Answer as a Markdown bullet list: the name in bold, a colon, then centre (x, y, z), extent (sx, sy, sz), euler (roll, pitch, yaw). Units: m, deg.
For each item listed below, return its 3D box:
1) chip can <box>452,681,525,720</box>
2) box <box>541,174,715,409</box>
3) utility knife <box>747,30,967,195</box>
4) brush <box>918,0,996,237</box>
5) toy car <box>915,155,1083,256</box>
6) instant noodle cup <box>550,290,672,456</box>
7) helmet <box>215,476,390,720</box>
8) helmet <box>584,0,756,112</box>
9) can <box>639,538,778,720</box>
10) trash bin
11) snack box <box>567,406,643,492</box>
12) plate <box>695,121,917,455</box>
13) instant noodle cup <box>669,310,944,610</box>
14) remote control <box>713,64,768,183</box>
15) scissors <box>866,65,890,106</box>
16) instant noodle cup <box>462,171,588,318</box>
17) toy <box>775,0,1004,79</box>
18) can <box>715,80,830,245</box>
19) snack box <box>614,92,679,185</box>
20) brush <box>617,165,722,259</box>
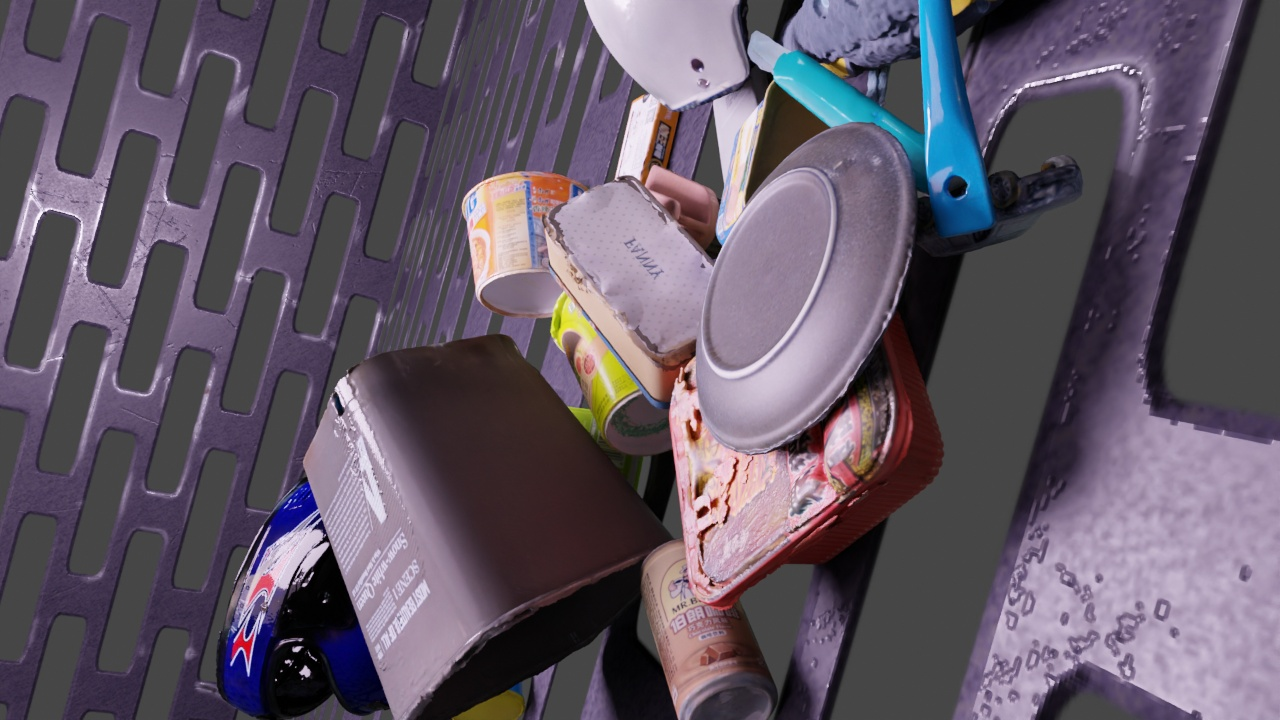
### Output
- **chip can**: centre (-0.156, 0.258, 0.936), extent (0.071, 0.071, 0.209), euler (-58, 28, 35)
- **box**: centre (0.006, -0.049, 0.651), extent (0.184, 0.089, 0.061), euler (55, 163, 30)
- **utility knife**: centre (0.120, -0.146, 0.530), extent (0.029, 0.013, 0.182), euler (-51, 57, 15)
- **brush**: centre (0.126, -0.181, 0.408), extent (0.083, 0.045, 0.254), euler (-10, 84, 36)
- **toy car**: centre (0.166, -0.071, 0.434), extent (0.091, 0.042, 0.034), euler (169, 87, -68)
- **instant noodle cup**: centre (-0.004, 0.004, 0.709), extent (0.112, 0.111, 0.123), euler (-59, 35, 34)
- **helmet**: centre (-0.322, 0.288, 1.074), extent (0.247, 0.240, 0.315), euler (48, -120, -71)
- **helmet**: centre (0.048, -0.328, 0.664), extent (0.275, 0.157, 0.229), euler (-59, 12, 25)
- **can**: centre (0.038, 0.167, 0.557), extent (0.059, 0.058, 0.116), euler (-64, 25, 24)
- **trash bin**: centre (-0.123, 0.116, 0.673), extent (0.219, 0.198, 0.200), euler (55, 131, 20)
- **snack box**: centre (-0.074, 0.082, 0.787), extent (0.156, 0.026, 0.085), euler (5, 77, 24)
- **plate**: centre (0.069, -0.041, 0.467), extent (0.180, 0.024, 0.179), euler (-50, 28, 39)
- **instant noodle cup**: centre (0.087, 0.034, 0.500), extent (0.189, 0.079, 0.164), euler (-51, 32, 42)
- **remote control**: centre (0.084, -0.173, 0.713), extent (0.058, 0.021, 0.149), euler (-50, 33, 46)
- **scissors**: centre (0.147, -0.149, 0.562), extent (0.074, 0.017, 0.137), euler (-4, 69, 67)
- **instant noodle cup**: centre (-0.119, -0.120, 1.007), extent (0.152, 0.151, 0.111), euler (-38, 50, 55)
- **toy**: centre (0.166, -0.237, 0.487), extent (0.357, 0.091, 0.137), euler (-37, 24, 54)
- **can**: centre (0.090, -0.123, 0.604), extent (0.083, 0.057, 0.102), euler (153, 130, -79)
- **snack box**: centre (0.001, -0.192, 0.913), extent (0.075, 0.026, 0.153), euler (2, 78, 66)
- **brush**: centre (0.026, -0.120, 0.750), extent (0.063, 0.073, 0.145), euler (-69, 25, 12)
